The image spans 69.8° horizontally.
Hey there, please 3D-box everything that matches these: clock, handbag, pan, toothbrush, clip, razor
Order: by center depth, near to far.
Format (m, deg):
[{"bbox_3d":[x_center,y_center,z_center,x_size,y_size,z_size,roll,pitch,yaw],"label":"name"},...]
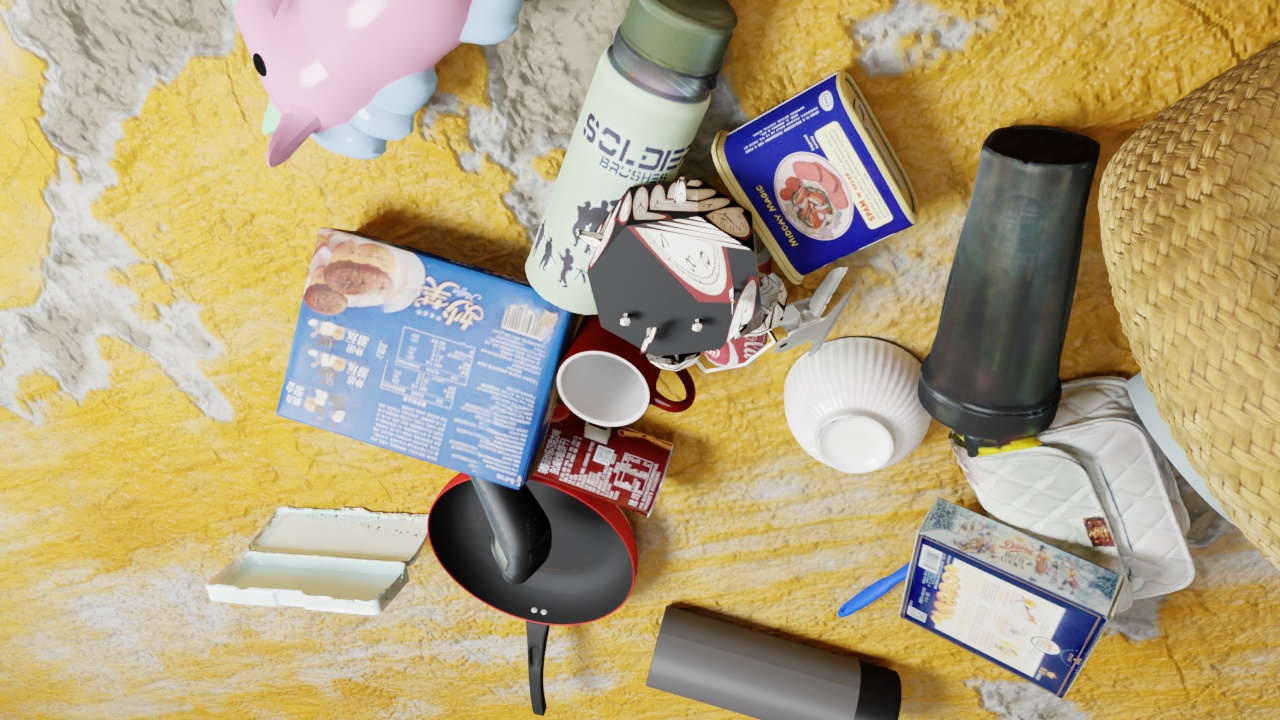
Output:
[{"bbox_3d":[0.034,-0.041,0.607,0.115,0.064,0.154,-24,126,23],"label":"clock"},{"bbox_3d":[0.398,0.056,0.623,0.159,0.122,0.045,29,126,-24],"label":"clock"},{"bbox_3d":[0.119,-0.021,0.657,0.050,0.058,0.102,55,163,19],"label":"clip"},{"bbox_3d":[0.337,0.111,0.711,0.139,0.072,0.195,-19,119,30],"label":"handbag"},{"bbox_3d":[-0.125,0.129,0.814,0.067,0.053,0.151,-6,116,39],"label":"razor"},{"bbox_3d":[0.244,0.195,0.838,0.018,0.016,0.183,31,129,-15],"label":"toothbrush"},{"bbox_3d":[-0.105,0.238,0.940,0.209,0.067,0.357,8,128,10],"label":"pan"}]

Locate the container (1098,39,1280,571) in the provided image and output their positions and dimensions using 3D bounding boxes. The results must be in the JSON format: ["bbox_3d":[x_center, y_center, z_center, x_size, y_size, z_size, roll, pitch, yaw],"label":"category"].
[{"bbox_3d":[0.381,-0.025,0.453,0.307,0.306,0.197,42,134,-16],"label":"container"}]

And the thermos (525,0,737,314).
[{"bbox_3d":[-0.007,-0.140,0.619,0.082,0.082,0.232,24,129,-3],"label":"thermos"}]

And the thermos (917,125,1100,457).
[{"bbox_3d":[0.245,-0.038,0.612,0.098,0.097,0.221,7,124,11],"label":"thermos"}]

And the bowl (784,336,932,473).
[{"bbox_3d":[0.169,0.046,0.716,0.118,0.062,0.118,8,128,10],"label":"bowl"}]

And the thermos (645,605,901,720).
[{"bbox_3d":[0.132,0.321,0.925,0.240,0.082,0.082,15,129,5],"label":"thermos"}]

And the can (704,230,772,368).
[{"bbox_3d":[0.069,-0.045,0.680,0.054,0.053,0.097,6,128,12],"label":"can"}]

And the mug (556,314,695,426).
[{"bbox_3d":[-0.004,0.004,0.721,0.105,0.082,0.073,23,129,-2],"label":"mug"}]

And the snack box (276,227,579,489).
[{"bbox_3d":[-0.165,-0.004,0.729,0.203,0.069,0.155,16,99,3],"label":"snack box"}]

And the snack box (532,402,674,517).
[{"bbox_3d":[-0.038,0.084,0.801,0.121,0.072,0.072,19,129,0],"label":"snack box"}]

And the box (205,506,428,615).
[{"bbox_3d":[-0.320,0.201,0.930,0.197,0.134,0.041,1,116,16],"label":"box"}]

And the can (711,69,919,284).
[{"bbox_3d":[0.118,-0.120,0.608,0.092,0.056,0.116,-24,117,29],"label":"can"}]

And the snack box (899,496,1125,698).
[{"bbox_3d":[0.291,0.193,0.741,0.145,0.042,0.145,23,144,26],"label":"snack box"}]

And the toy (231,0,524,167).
[{"bbox_3d":[-0.164,-0.215,0.589,0.222,0.119,0.171,2,117,16],"label":"toy"}]
